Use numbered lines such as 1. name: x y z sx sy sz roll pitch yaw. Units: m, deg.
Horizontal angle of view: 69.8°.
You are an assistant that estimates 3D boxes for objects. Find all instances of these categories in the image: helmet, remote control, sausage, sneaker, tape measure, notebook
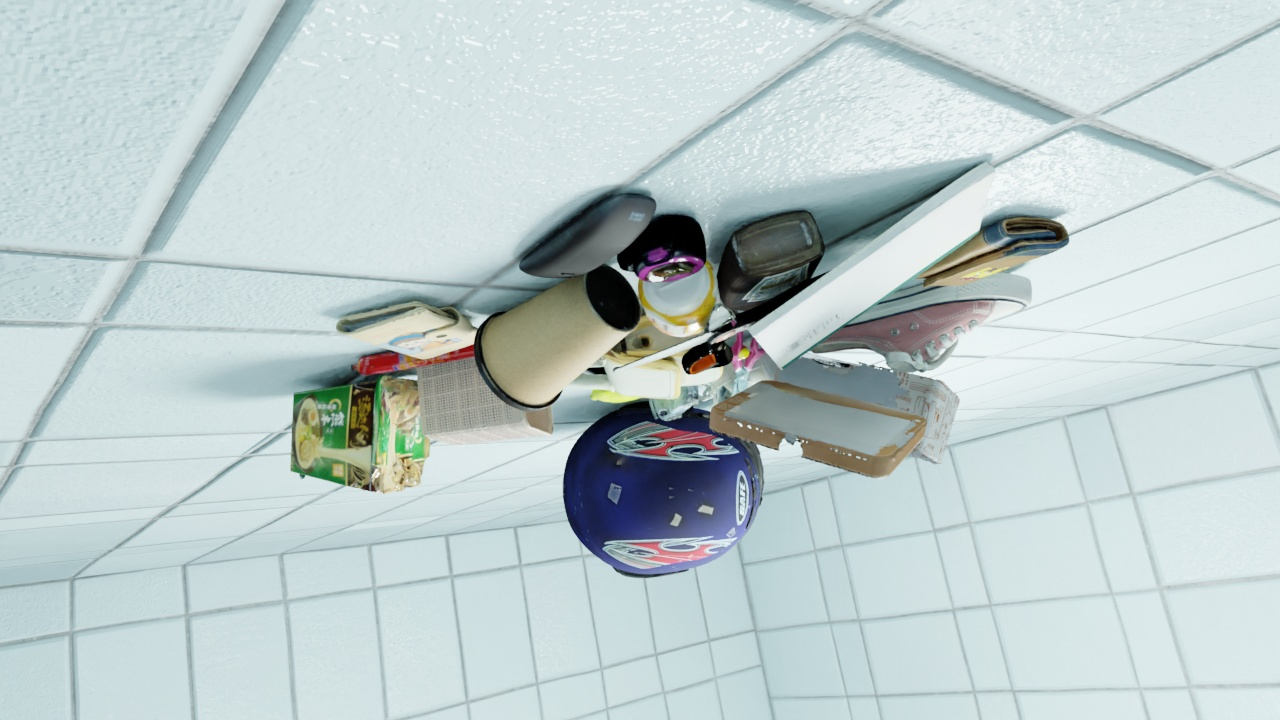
1. helmet: 0.050 0.182 1.303 0.315 0.247 0.240 0 -177 -14
2. remote control: -0.039 -0.081 0.649 0.053 0.024 0.137 -1 164 -38
3. sausage: -0.192 -0.006 0.855 0.156 0.020 0.020 -10 167 -2
4. sneaker: 0.120 0.042 1.120 0.090 0.089 0.242 -25 163 -3
5. tape measure: 0.019 -0.079 0.667 0.058 0.039 0.057 -22 162 40
6. notebook: 0.188 -0.066 0.738 0.209 0.012 0.150 -36 162 8
7. sneaker: 0.294 -0.030 0.971 0.241 0.087 0.118 -11 166 9

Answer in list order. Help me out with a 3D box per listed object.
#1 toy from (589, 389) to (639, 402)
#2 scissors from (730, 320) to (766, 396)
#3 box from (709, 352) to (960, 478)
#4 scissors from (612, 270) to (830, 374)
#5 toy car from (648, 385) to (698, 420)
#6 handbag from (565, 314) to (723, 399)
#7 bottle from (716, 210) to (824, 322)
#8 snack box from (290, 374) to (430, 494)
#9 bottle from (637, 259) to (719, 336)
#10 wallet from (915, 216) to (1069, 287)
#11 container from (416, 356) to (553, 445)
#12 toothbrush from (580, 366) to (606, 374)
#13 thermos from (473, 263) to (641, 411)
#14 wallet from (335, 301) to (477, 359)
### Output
1. toy: -0.010 0.030 1.111 0.096 0.031 0.100 -9 166 -14
2. scissors: 0.119 0.013 0.997 0.073 0.017 0.137 -11 124 -9
3. box: 0.204 0.052 0.925 0.179 0.110 0.259 15 178 31
4. scissors: 0.077 -0.023 0.739 0.220 0.021 0.235 -24 170 -9
5. toy car: 0.040 0.041 1.145 0.036 0.054 0.121 -7 166 -20
6. handbag: -0.005 0.005 0.920 0.179 0.063 0.163 -15 166 -1
7. bottle: 0.102 -0.067 0.770 0.080 0.044 0.195 -17 168 -3
8. snack box: -0.281 0.069 0.913 0.106 0.117 0.118 2 178 11
9. bottle: 0.034 -0.049 0.748 0.063 0.063 0.108 -12 167 5
10. wallet: 0.316 -0.097 0.839 0.090 0.033 0.115 -3 168 -32
11. container: -0.155 0.036 0.910 0.111 0.089 0.090 -10 167 10
12. toothbrush: -0.080 -0.004 0.936 0.027 0.026 0.212 -25 163 11
13. thermos: -0.070 -0.020 0.757 0.093 0.093 0.144 4 152 -47
14. wallet: -0.185 -0.026 0.774 0.087 0.024 0.115 -9 166 17
